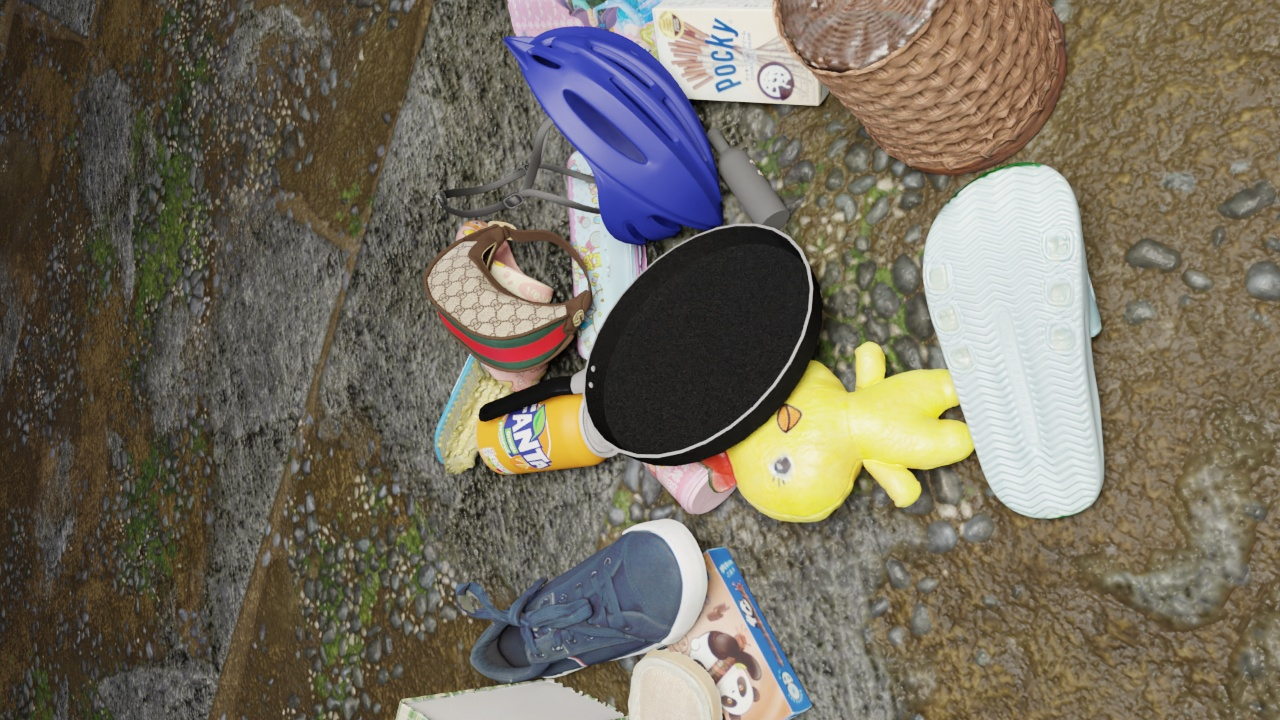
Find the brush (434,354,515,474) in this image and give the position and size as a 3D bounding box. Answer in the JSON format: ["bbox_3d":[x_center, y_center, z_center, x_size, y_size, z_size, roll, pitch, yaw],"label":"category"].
[{"bbox_3d":[-0.186,0.054,0.997,0.136,0.055,0.075,-62,33,17],"label":"brush"}]

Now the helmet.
[{"bbox_3d":[-0.056,-0.168,0.807,0.228,0.147,0.241,-37,110,13],"label":"helmet"}]

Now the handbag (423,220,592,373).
[{"bbox_3d":[-0.124,-0.070,0.874,0.138,0.063,0.166,-40,56,-20],"label":"handbag"}]

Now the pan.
[{"bbox_3d":[-0.005,0.004,0.797,0.357,0.034,0.224,-21,46,32],"label":"pan"}]

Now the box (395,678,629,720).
[{"bbox_3d":[-0.111,0.334,0.823,0.118,0.205,0.050,8,84,36],"label":"box"}]

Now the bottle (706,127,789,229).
[{"bbox_3d":[0.090,-0.163,0.810,0.030,0.030,0.113,-43,63,27],"label":"bottle"}]

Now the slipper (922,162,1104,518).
[{"bbox_3d":[0.267,-0.012,0.639,0.104,0.074,0.245,-8,98,36],"label":"slipper"}]

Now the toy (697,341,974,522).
[{"bbox_3d":[0.150,0.059,0.713,0.208,0.092,0.133,-17,57,27],"label":"toy"}]

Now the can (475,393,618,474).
[{"bbox_3d":[-0.089,0.068,0.902,0.143,0.079,0.079,-11,80,37],"label":"can"}]

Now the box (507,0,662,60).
[{"bbox_3d":[-0.023,-0.332,0.906,0.231,0.076,0.085,16,134,37],"label":"box"}]

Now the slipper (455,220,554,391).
[{"bbox_3d":[-0.133,-0.066,0.944,0.082,0.093,0.197,-26,70,22],"label":"slipper"}]

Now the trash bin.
[{"bbox_3d":[0.186,-0.222,0.627,0.152,0.209,0.151,-4,84,38],"label":"trash bin"}]

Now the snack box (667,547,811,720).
[{"bbox_3d":[0.072,0.249,0.792,0.087,0.034,0.151,-43,61,28],"label":"snack box"}]

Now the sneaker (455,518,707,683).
[{"bbox_3d":[-0.065,0.223,0.815,0.296,0.127,0.120,-39,66,40],"label":"sneaker"}]

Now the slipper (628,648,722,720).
[{"bbox_3d":[0.018,0.376,0.784,0.114,0.053,0.273,13,107,27],"label":"slipper"}]

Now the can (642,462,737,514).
[{"bbox_3d":[0.044,0.087,0.805,0.076,0.067,0.067,45,113,32],"label":"can"}]

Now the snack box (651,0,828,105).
[{"bbox_3d":[0.085,-0.264,0.783,0.150,0.026,0.082,11,134,28],"label":"snack box"}]

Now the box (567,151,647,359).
[{"bbox_3d":[-0.032,-0.107,0.898,0.076,0.036,0.214,-9,81,37],"label":"box"}]
